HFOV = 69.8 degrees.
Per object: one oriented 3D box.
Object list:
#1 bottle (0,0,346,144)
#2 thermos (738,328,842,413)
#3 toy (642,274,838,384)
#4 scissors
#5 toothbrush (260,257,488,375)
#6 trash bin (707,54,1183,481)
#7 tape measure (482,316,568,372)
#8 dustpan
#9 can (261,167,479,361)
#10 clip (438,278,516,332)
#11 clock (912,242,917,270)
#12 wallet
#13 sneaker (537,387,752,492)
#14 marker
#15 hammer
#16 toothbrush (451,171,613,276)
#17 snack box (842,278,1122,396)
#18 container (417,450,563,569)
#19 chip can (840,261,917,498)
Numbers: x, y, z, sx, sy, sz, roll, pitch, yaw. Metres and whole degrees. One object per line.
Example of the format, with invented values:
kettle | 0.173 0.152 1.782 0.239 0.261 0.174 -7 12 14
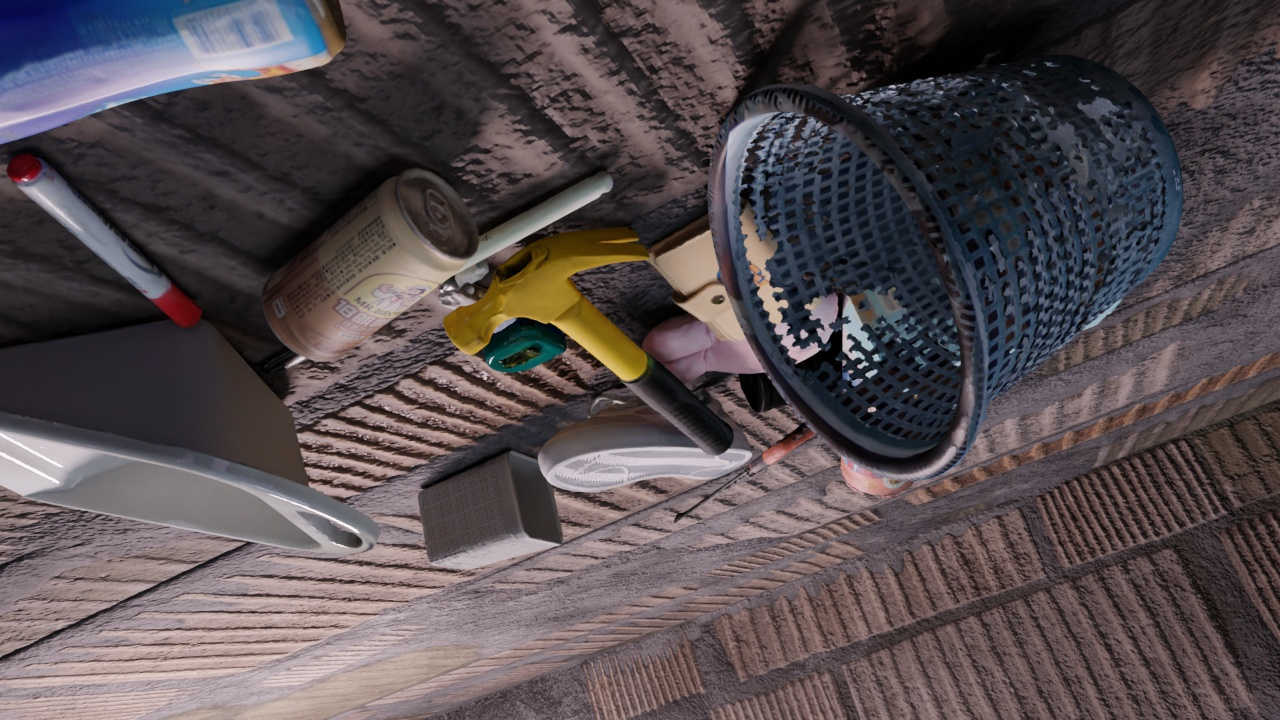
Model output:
bottle | -0.213 -0.106 0.304 0.218 0.065 0.065 -16 157 -5
thermos | 0.213 -0.009 0.870 0.242 0.068 0.090 -12 -171 -10
toy | 0.080 -0.022 0.736 0.159 0.054 0.121 -15 151 -1
scissors | 0.125 0.093 0.889 0.188 0.015 0.228 -30 170 -27
toothbrush | -0.172 -0.026 0.583 0.181 0.018 0.015 -24 154 17
trash bin | 0.179 -0.073 0.526 0.194 0.226 0.227 -25 160 -18
tape measure | -0.087 -0.010 0.673 0.055 0.025 0.058 -28 155 18
dustpan | -0.304 0.080 0.565 0.257 0.142 0.223 -17 157 -8
can | -0.146 -0.049 0.493 0.116 0.058 0.058 -30 155 27
clip | -0.108 -0.038 0.600 0.027 0.043 0.058 -27 149 26
clock | 0.210 -0.091 0.676 0.121 0.055 0.082 -1 151 -38
wallet | 0.064 -0.056 0.643 0.087 0.024 0.115 -24 138 25
sneaker | 0.003 0.058 0.818 0.241 0.090 0.090 4 144 -48
marker | -0.258 -0.054 0.452 0.017 0.017 0.145 -16 157 -5
hammer | -0.004 0.004 0.669 0.129 0.032 0.300 -36 142 10
toothbrush | -0.101 -0.066 0.543 0.190 0.020 0.029 -24 -173 11
snack box | 0.240 -0.035 0.656 0.175 0.074 0.052 -21 160 0
container | -0.154 0.156 0.924 0.114 0.090 0.090 -21 157 15
chip can | 0.207 0.020 0.787 0.071 0.071 0.215 -16 129 -7
